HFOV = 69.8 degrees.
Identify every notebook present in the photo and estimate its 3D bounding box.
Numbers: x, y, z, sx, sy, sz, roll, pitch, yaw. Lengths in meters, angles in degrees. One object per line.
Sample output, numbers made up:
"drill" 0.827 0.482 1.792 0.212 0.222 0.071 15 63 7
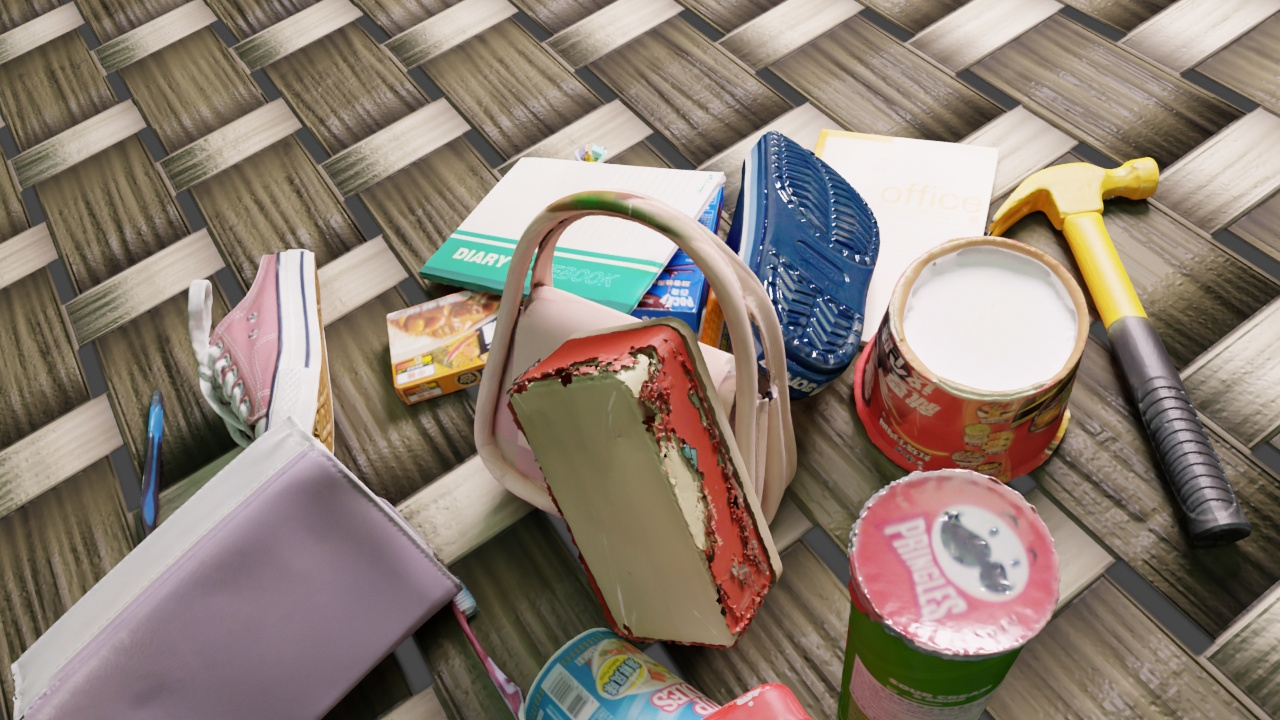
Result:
"notebook" 0.186 -0.096 0.702 0.146 0.010 0.205 12 60 18
"notebook" -0.056 -0.102 0.711 0.209 0.012 0.150 13 55 34

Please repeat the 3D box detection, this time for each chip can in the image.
"chip can" 0.127 0.136 0.418 0.072 0.236 0.072 -5 55 7

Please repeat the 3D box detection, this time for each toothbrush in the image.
"toothbrush" -0.036 -0.106 0.746 0.029 0.020 0.189 -7 56 2
"toothbrush" -0.072 0.201 0.548 0.017 0.016 0.187 -29 55 -21
"toothbrush" -0.362 0.098 0.675 0.016 0.014 0.189 -32 52 18

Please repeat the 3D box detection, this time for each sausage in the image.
"sausage" 0.056 -0.024 0.671 0.021 0.021 0.164 4 57 13

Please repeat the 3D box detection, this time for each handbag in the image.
"handbag" -0.224 0.150 0.533 0.196 0.145 0.098 -45 30 -17
"handbag" -0.003 0.003 0.533 0.193 0.235 0.093 21 45 20

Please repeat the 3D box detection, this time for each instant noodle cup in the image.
"instant noodle cup" 0.203 -0.003 0.567 0.138 0.109 0.137 -4 63 9
"instant noodle cup" -0.003 0.203 0.489 0.110 0.099 0.099 32 67 35

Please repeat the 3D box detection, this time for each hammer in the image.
"hammer" 0.324 -0.020 0.611 0.129 0.033 0.300 -8 55 6

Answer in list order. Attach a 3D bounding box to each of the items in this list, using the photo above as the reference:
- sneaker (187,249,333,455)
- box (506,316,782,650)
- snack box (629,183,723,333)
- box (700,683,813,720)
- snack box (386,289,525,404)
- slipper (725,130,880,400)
"sneaker" -0.273 0.008 0.663 0.087 0.118 0.240 -7 47 -15
"box" 0.003 0.070 0.476 0.091 0.168 0.077 -8 23 36
"snack box" 0.013 -0.085 0.702 0.084 0.026 0.156 4 48 11
"box" 0.060 0.229 0.386 0.095 0.202 0.100 -28 49 -6
"snack box" -0.114 -0.023 0.700 0.154 0.026 0.075 -17 55 -1
"slipper" 0.101 -0.060 0.637 0.105 0.095 0.252 32 40 -18
